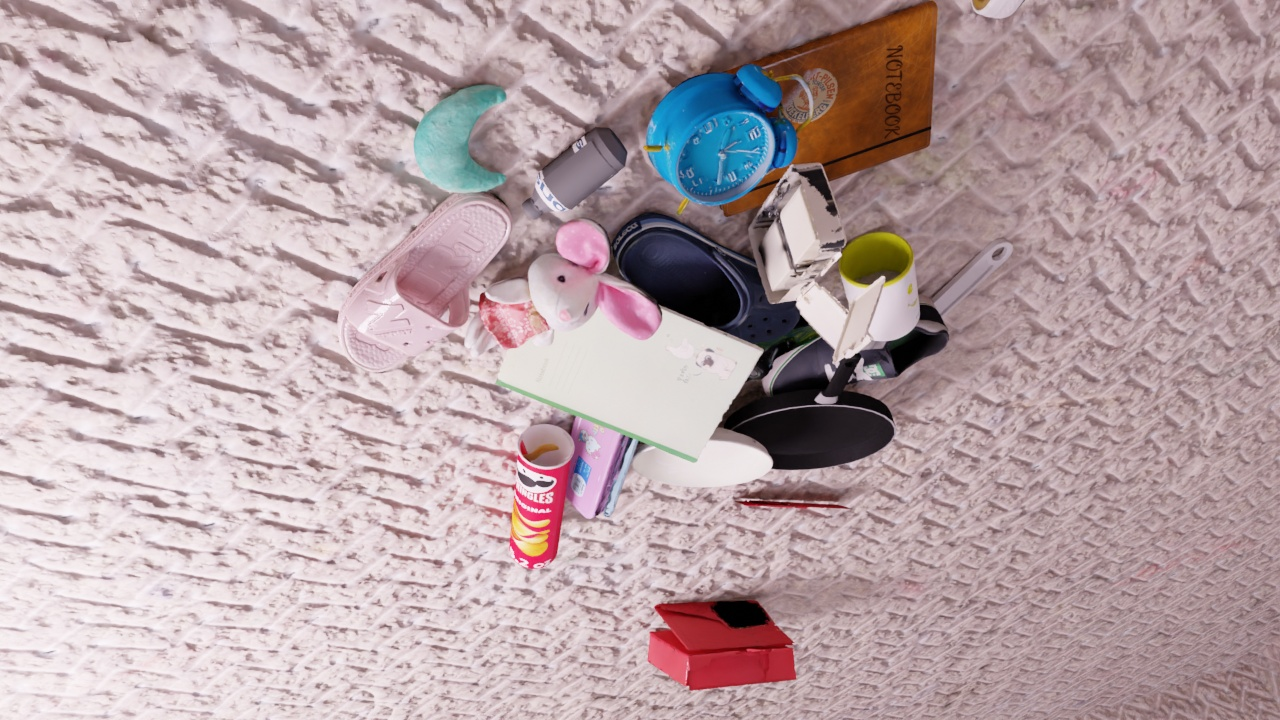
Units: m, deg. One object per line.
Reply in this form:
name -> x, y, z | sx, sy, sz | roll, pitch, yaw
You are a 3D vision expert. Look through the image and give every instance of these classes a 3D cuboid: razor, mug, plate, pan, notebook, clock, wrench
razor -> 0.172, -0.020, 1.108 | 0.151, 0.067, 0.054 | -22, 135, -12
mug -> 0.280, -0.085, 1.069 | 0.082, 0.082, 0.106 | -25, 139, 4
plate -> 0.080, 0.122, 1.193 | 0.182, 0.034, 0.182 | 1, 155, 0
pan -> 0.223, 0.064, 1.155 | 0.225, 0.034, 0.357 | 0, 153, -2
notebook -> 0.174, -0.236, 0.918 | 0.249, 0.014, 0.179 | -19, 138, -2
clock -> 0.084, -0.211, 0.850 | 0.161, 0.060, 0.117 | -30, 137, 7
wrench -> 0.361, -0.058, 1.180 | 0.086, 0.018, 0.274 | 22, 121, -36
notebook -> -0.018, 0.007, 1.011 | 0.252, 0.010, 0.182 | 22, 126, -6

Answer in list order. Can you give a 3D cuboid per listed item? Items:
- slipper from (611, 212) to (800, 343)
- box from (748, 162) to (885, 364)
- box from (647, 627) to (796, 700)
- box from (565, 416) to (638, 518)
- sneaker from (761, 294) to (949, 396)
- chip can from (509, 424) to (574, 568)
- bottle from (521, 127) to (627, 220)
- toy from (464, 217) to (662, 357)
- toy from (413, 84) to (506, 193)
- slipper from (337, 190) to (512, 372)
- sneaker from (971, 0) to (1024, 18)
slipper -> 0.074, -0.069, 0.995 | 0.252, 0.095, 0.105 | 25, 119, -35
box -> 0.183, -0.085, 0.916 | 0.069, 0.191, 0.144 | -10, 164, -15
box -> 0.137, 0.599, 1.512 | 0.213, 0.325, 0.153 | 5, 164, -29
box -> -0.037, 0.110, 1.149 | 0.096, 0.077, 0.215 | -2, 135, -22
sneaker -> 0.265, 0.000, 1.137 | 0.235, 0.079, 0.084 | -25, 126, 11
chip can -> -0.131, 0.181, 1.186 | 0.069, 0.069, 0.221 | -6, 136, -17
bottle -> -0.064, -0.173, 0.862 | 0.112, 0.047, 0.047 | -35, 137, 16
toy -> -0.092, -0.060, 0.918 | 0.194, 0.084, 0.159 | -19, 132, 17
toy -> -0.160, -0.193, 0.816 | 0.085, 0.033, 0.105 | -16, 138, -23
slipper -> -0.213, -0.066, 0.900 | 0.094, 0.064, 0.240 | 27, 118, -40
sneaker -> 0.372, -0.396, 0.766 | 0.088, 0.118, 0.242 | 19, 120, -15
